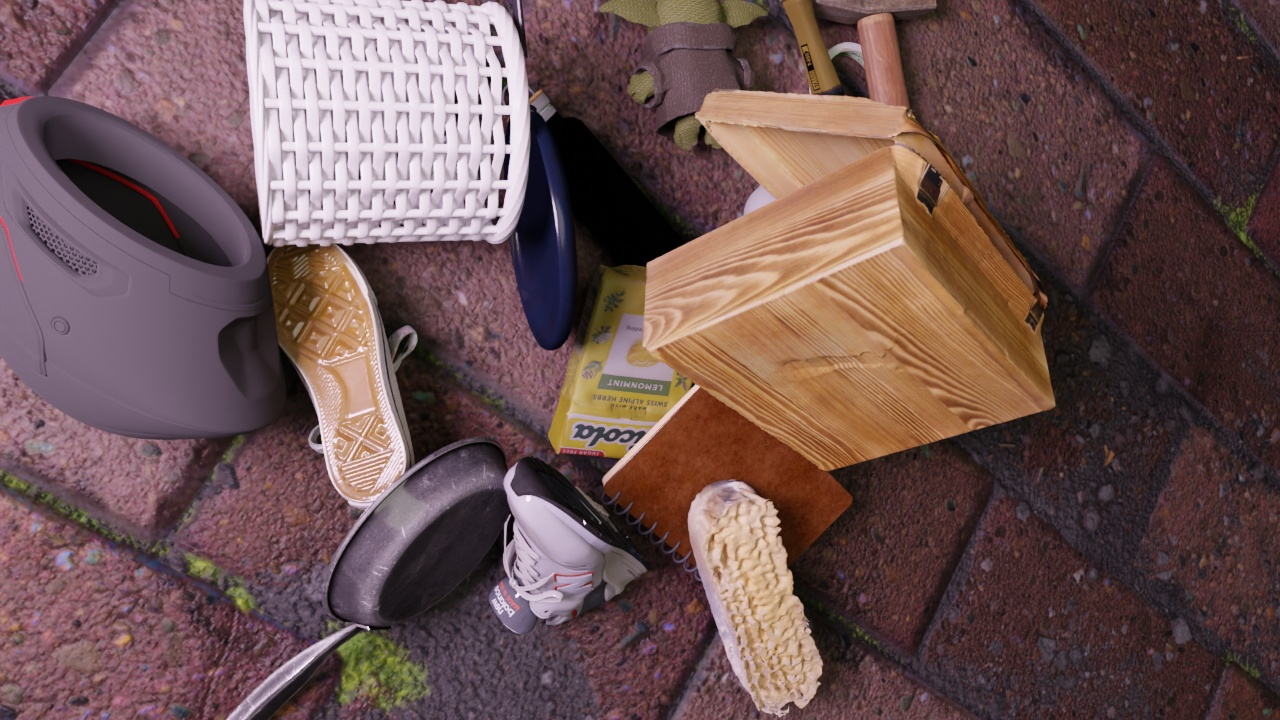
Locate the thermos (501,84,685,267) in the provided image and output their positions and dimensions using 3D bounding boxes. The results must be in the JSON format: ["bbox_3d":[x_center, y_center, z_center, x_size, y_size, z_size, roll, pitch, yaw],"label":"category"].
[{"bbox_3d":[-0.045,-0.164,0.852,0.061,0.061,0.231,-47,107,-16],"label":"thermos"}]

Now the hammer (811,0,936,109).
[{"bbox_3d":[0.263,-0.257,0.978,0.157,0.037,0.301,-14,95,-23],"label":"hammer"}]

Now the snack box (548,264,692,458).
[{"bbox_3d":[-0.005,0.005,0.848,0.121,0.045,0.181,8,109,-24],"label":"snack box"}]

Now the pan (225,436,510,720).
[{"bbox_3d":[-0.229,0.207,0.743,0.055,0.187,0.356,38,87,21],"label":"pan"}]

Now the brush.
[{"bbox_3d":[0.112,0.234,0.892,0.083,0.056,0.271,-23,116,-12],"label":"brush"}]

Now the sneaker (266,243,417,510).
[{"bbox_3d":[-0.238,0.011,0.755,0.118,0.088,0.241,-22,76,-2],"label":"sneaker"}]

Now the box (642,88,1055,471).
[{"bbox_3d":[0.195,-0.095,0.792,0.279,0.270,0.263,35,49,-38],"label":"box"}]

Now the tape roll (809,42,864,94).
[{"bbox_3d":[0.226,-0.294,0.993,0.093,0.018,0.094,0,90,-24],"label":"tape roll"}]

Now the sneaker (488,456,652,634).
[{"bbox_3d":[-0.079,0.175,0.786,0.124,0.089,0.240,-42,146,0],"label":"sneaker"}]

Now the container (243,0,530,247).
[{"bbox_3d":[-0.201,-0.184,0.715,0.186,0.189,0.189,-5,92,-22],"label":"container"}]

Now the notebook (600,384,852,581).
[{"bbox_3d":[0.084,0.130,0.888,0.167,0.024,0.225,-46,118,2],"label":"notebook"}]

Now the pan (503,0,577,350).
[{"bbox_3d":[-0.087,-0.181,0.733,0.021,0.199,0.357,-10,111,-17],"label":"pan"}]

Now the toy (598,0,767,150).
[{"bbox_3d":[0.050,-0.281,0.884,0.179,0.078,0.152,-9,87,-25],"label":"toy"}]

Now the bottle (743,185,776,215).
[{"bbox_3d":[0.129,-0.122,0.933,0.052,0.052,0.195,4,89,-24],"label":"bottle"}]

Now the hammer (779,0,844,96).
[{"bbox_3d":[0.199,-0.251,0.941,0.025,0.118,0.333,-30,107,-22],"label":"hammer"}]

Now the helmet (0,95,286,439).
[{"bbox_3d":[-0.367,-0.042,0.656,0.264,0.164,0.170,41,109,-5],"label":"helmet"}]
